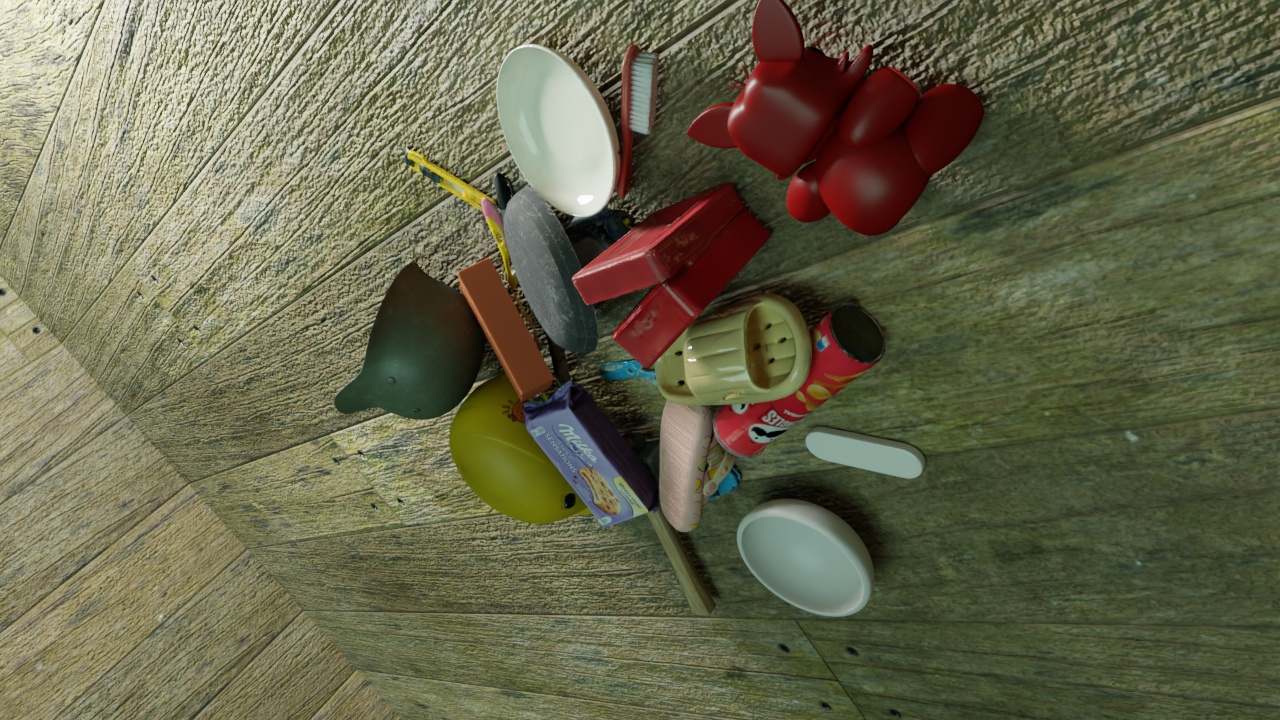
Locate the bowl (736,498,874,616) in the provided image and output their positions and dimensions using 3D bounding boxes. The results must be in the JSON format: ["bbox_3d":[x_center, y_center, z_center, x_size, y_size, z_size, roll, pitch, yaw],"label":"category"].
[{"bbox_3d":[0.210,0.231,1.132,0.177,0.066,0.177,24,138,23],"label":"bowl"}]

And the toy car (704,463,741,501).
[{"bbox_3d":[0.087,0.161,1.203,0.048,0.032,0.106,49,140,-7],"label":"toy car"}]

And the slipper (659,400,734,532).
[{"bbox_3d":[0.073,0.119,1.142,0.093,0.081,0.198,42,132,51],"label":"slipper"}]

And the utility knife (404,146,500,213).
[{"bbox_3d":[-0.234,-0.220,1.137,0.155,0.017,0.031,30,149,11],"label":"utility knife"}]

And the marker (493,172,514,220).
[{"bbox_3d":[-0.155,-0.166,1.119,0.022,0.016,0.139,-1,129,13],"label":"marker"}]

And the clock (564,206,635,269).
[{"bbox_3d":[-0.037,-0.125,1.026,0.130,0.052,0.090,1,126,35],"label":"clock"}]

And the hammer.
[{"bbox_3d":[0.035,0.242,1.307,0.117,0.051,0.323,0,126,41],"label":"hammer"}]

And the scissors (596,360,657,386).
[{"bbox_3d":[-0.010,0.005,1.157,0.141,0.015,0.083,3,129,41],"label":"scissors"}]

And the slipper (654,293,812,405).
[{"bbox_3d":[0.074,-0.006,0.982,0.262,0.079,0.111,-15,74,58],"label":"slipper"}]

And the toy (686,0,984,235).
[{"bbox_3d":[0.153,-0.189,0.745,0.197,0.120,0.159,32,144,-2],"label":"toy"}]

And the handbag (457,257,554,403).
[{"bbox_3d":[-0.169,-0.036,1.176,0.172,0.060,0.109,61,165,4],"label":"handbag"}]

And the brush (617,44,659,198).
[{"bbox_3d":[-0.003,-0.230,0.911,0.030,0.040,0.173,16,139,9],"label":"brush"}]

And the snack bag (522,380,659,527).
[{"bbox_3d":[-0.060,0.121,1.188,0.097,0.058,0.205,-24,106,42],"label":"snack bag"}]

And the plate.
[{"bbox_3d":[-0.079,-0.238,0.948,0.182,0.034,0.183,34,143,31],"label":"plate"}]

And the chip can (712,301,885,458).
[{"bbox_3d":[0.164,0.027,0.976,0.073,0.072,0.234,42,141,0],"label":"chip can"}]

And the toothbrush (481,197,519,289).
[{"bbox_3d":[-0.173,-0.147,1.144,0.021,0.016,0.136,10,135,26],"label":"toothbrush"}]

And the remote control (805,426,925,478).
[{"bbox_3d":[0.248,0.102,1.021,0.137,0.013,0.043,10,132,35],"label":"remote control"}]

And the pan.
[{"bbox_3d":[-0.110,-0.054,1.115,0.207,0.040,0.358,56,160,29],"label":"pan"}]

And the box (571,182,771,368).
[{"bbox_3d":[0.043,-0.084,0.909,0.137,0.157,0.122,-19,109,51],"label":"box"}]

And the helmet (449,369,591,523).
[{"bbox_3d":[-0.178,0.137,1.283,0.240,0.139,0.210,56,144,13],"label":"helmet"}]

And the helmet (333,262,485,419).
[{"bbox_3d":[-0.294,-0.013,1.247,0.154,0.226,0.268,20,152,0],"label":"helmet"}]
